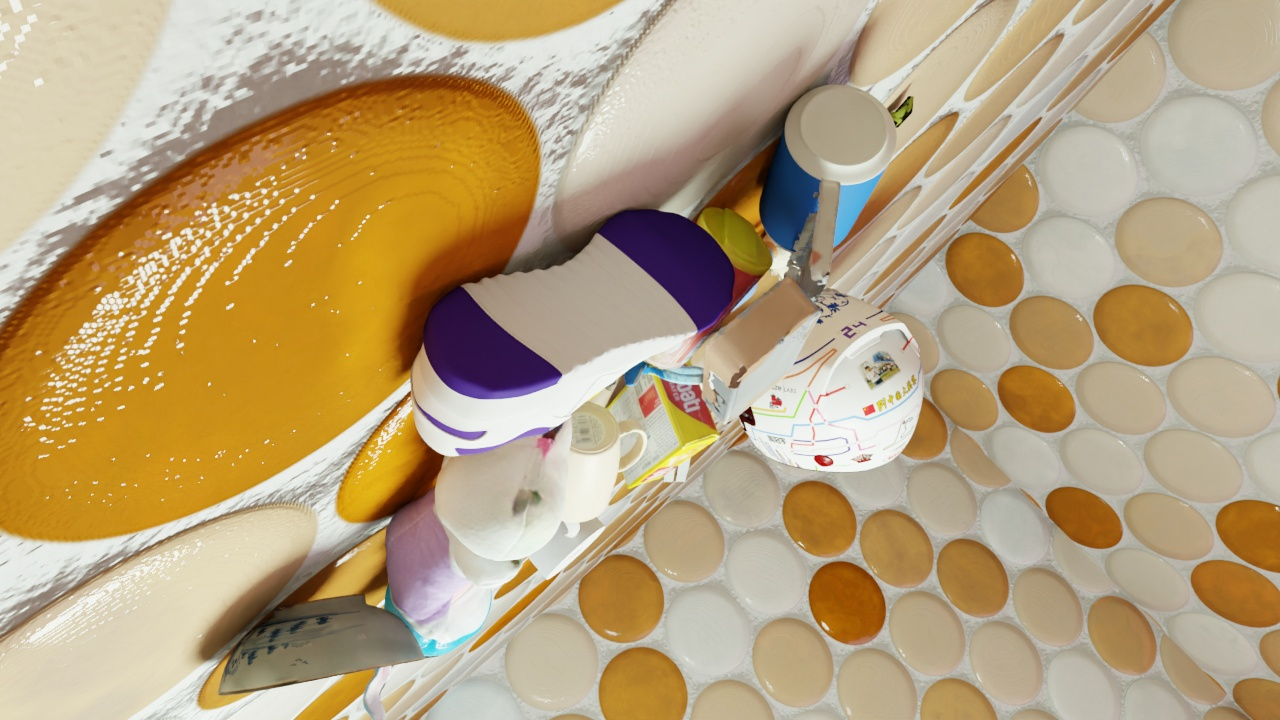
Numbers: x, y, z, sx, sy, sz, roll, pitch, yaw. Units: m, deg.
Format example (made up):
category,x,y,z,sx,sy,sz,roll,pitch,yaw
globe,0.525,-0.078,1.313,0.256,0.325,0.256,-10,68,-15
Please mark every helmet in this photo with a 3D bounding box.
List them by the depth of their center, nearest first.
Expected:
category,x,y,z,sx,sy,sz,roll,pitch,yaw
helmet,0.244,0.018,1.269,0.230,0.236,0.315,-30,-162,-19

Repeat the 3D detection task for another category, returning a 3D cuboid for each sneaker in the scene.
category,x,y,z,sx,sy,sz,roll,pitch,yaw
sneaker,-0.039,-0.011,0.560,0.243,0.092,0.111,-27,162,-43

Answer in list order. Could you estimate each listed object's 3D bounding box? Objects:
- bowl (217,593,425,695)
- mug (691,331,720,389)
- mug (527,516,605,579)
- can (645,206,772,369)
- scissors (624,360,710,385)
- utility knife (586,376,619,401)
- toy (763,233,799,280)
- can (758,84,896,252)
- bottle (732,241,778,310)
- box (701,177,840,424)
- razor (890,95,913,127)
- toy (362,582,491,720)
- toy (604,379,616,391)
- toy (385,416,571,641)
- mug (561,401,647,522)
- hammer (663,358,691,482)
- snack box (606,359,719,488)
category,x,y,z,sx,sy,sz,roll,pitch,yaw
bowl,-0.239,0.209,0.690,0.150,0.056,0.151,-8,168,-2
mug,0.117,-0.005,1.140,0.123,0.076,0.090,-39,168,-17
mug,-0.097,0.163,0.971,0.083,0.096,0.120,-38,168,-26
can,0.042,-0.055,0.719,0.125,0.066,0.066,-50,167,32
scissors,0.000,0.006,0.757,0.125,0.130,0.014,-75,171,-75
utility knife,0.034,-0.037,0.859,0.233,0.020,0.029,-38,170,-16
toy,0.155,-0.118,0.918,0.087,0.050,0.112,-32,171,-22
can,0.138,-0.140,0.702,0.079,0.079,0.146,-41,169,-12
bottle,0.077,-0.070,0.833,0.131,0.048,0.048,-37,167,-27
box,0.099,-0.032,0.672,0.217,0.071,0.156,76,36,-77
razor,0.206,-0.194,0.878,0.144,0.021,0.044,-47,178,-3
toy,-0.190,0.217,0.851,0.223,0.099,0.192,-52,172,-43
toy,-0.043,-0.013,0.640,0.103,0.050,0.065,-3,-148,46
toy,-0.125,0.108,0.682,0.210,0.085,0.137,-46,-150,35
mug,-0.046,0.090,0.887,0.111,0.085,0.105,-13,145,-23
hammer,0.031,0.078,1.140,0.035,0.139,0.313,-1,174,-4
snack box,0.015,0.065,0.934,0.042,0.092,0.201,-16,166,-21
